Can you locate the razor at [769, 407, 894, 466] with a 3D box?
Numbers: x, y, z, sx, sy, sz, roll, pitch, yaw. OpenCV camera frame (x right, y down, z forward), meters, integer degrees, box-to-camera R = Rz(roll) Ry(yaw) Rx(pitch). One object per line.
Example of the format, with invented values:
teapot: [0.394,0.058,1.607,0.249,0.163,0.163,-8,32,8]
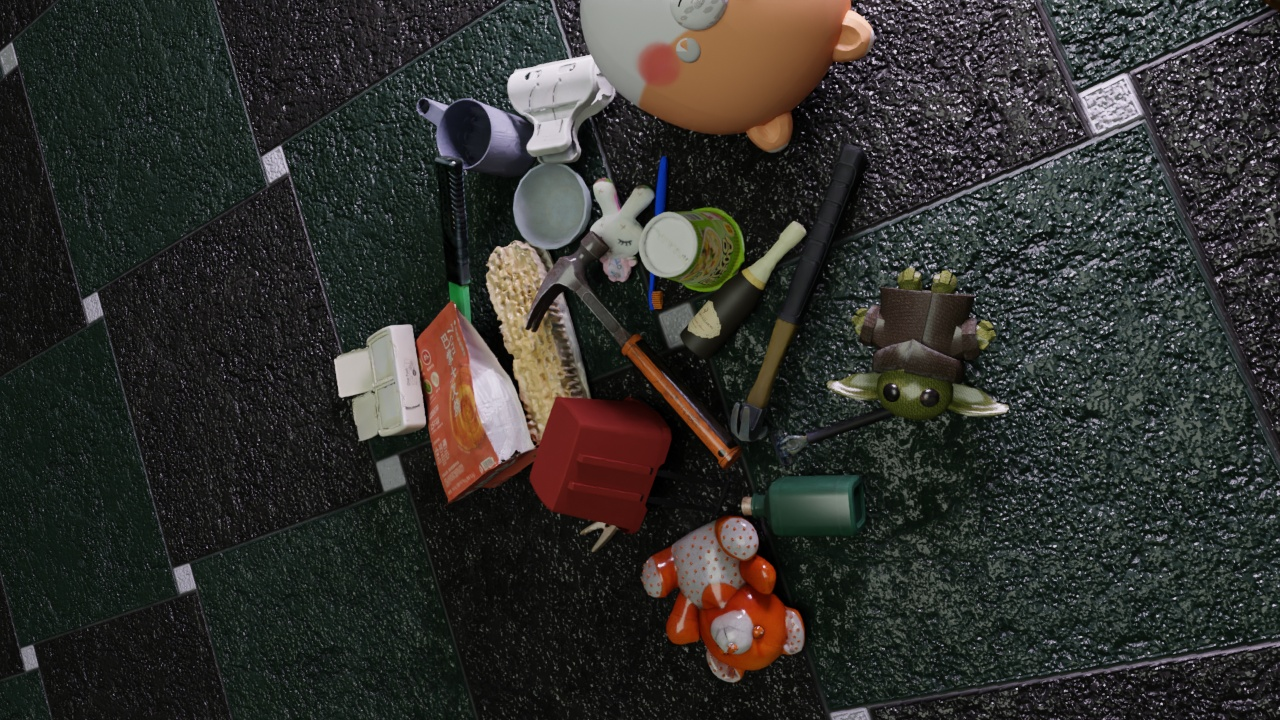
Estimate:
razor: [0.211,0.077,1.009,0.145,0.022,0.043,-23,84,26]

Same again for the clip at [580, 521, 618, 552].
clip: [-0.044,0.218,1.146,0.061,0.024,0.041,-29,80,21]

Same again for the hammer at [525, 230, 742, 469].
hammer: [-0.006,0.006,1.048,0.138,0.035,0.314,-45,71,10]

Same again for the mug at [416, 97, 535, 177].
mug: [-0.204,-0.284,1.148,0.124,0.103,0.084,35,108,21]

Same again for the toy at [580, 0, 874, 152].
toy: [0.082,-0.353,0.915,0.281,0.265,0.263,43,113,2]

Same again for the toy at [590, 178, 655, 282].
toy: [-0.025,-0.156,1.104,0.079,0.038,0.123,7,99,19]

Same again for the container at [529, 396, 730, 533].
container: [-0.012,0.124,1.086,0.127,0.200,0.148,40,115,58]

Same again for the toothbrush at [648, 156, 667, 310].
toothbrush: [0.024,-0.150,1.091,0.018,0.016,0.182,7,97,21]

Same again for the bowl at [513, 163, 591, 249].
bowl: [-0.103,-0.190,1.139,0.106,0.039,0.106,2,94,27]

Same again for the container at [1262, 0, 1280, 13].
container: [0.598,-0.398,0.686,0.308,0.196,0.307,1,92,26]

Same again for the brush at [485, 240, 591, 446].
brush: [-0.125,-0.019,1.152,0.083,0.056,0.271,-18,85,29]

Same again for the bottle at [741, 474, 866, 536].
bottle: [0.176,0.160,1.010,0.131,0.061,0.061,-5,93,27]

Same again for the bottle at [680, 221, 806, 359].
bottle: [0.118,-0.081,1.031,0.045,0.045,0.185,47,112,16]

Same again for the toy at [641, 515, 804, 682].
toy: [0.097,0.274,1.041,0.164,0.092,0.172,-34,79,23]

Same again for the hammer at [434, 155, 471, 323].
hammer: [-0.231,-0.098,1.157,0.130,0.032,0.319,22,124,34]

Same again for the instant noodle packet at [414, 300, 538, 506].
instant noodle packet: [-0.231,0.054,1.167,0.165,0.083,0.221,-38,75,50]

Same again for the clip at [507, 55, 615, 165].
clip: [-0.102,-0.312,1.094,0.126,0.096,0.152,-1,61,30]

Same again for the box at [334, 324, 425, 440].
box: [-0.363,0.038,1.267,0.184,0.050,0.143,-20,77,49]

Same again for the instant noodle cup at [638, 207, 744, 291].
instant noodle cup: [0.052,-0.127,1.028,0.099,0.107,0.099,2,94,28]

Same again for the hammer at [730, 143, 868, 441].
hammer: [0.168,-0.067,0.982,0.025,0.117,0.333,23,98,21]

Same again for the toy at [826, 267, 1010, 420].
toy: [0.284,-0.015,0.934,0.179,0.078,0.153,8,98,23]
